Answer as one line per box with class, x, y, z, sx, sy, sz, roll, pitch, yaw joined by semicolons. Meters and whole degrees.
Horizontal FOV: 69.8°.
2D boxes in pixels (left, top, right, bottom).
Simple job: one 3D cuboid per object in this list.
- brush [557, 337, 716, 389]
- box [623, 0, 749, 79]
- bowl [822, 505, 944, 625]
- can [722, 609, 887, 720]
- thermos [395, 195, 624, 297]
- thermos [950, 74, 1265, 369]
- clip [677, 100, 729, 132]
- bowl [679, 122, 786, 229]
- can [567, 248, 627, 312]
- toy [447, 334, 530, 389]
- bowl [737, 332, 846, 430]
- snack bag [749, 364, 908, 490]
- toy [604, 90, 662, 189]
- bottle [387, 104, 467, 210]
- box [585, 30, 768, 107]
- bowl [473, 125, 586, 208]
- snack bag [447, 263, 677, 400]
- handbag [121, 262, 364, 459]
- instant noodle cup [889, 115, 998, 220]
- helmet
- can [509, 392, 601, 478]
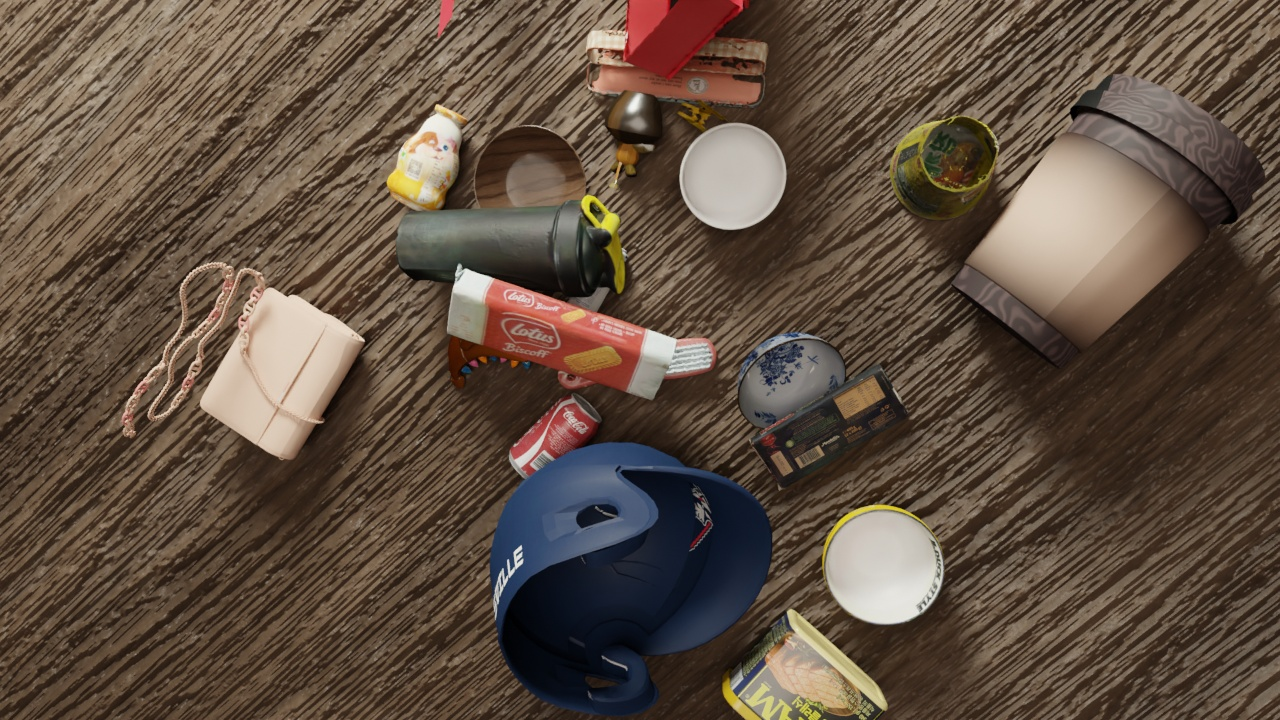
brush;-0.006;0.006;0.966;0.172;0.030;0.041;-9;92;8
box;0.056;-0.424;0.724;0.107;0.410;0.211;4;74;-4
bowl;0.242;0.201;0.929;0.117;0.067;0.117;0;94;7
can;0.169;0.342;0.946;0.135;0.075;0.104;41;95;3
thermos;-0.128;-0.114;0.914;0.221;0.098;0.098;3;94;13
thermos;0.413;-0.119;0.844;0.172;0.172;0.226;39;103;3
clip;0.062;-0.251;0.935;0.045;0.054;0.048;-32;65;28
bowl;0.091;-0.186;0.923;0.105;0.054;0.105;0;106;0
can;-0.048;-0.079;0.963;0.032;0.032;0.095;31;97;4
toy;-0.160;-0.006;0.983;0.090;0.070;0.103;15;119;-7
bowl;0.146;0.014;0.929;0.114;0.045;0.114;-7;126;-10
snack bag;0.193;0.069;0.936;0.155;0.018;0.074;-31;120;7
toy;-0.010;-0.225;0.939;0.076;0.062;0.100;26;107;41
bottle;-0.219;-0.210;0.960;0.063;0.063;0.109;28;96;4
box;0.035;-0.296;0.929;0.187;0.054;0.079;6;126;8
bowl;-0.112;-0.184;0.960;0.119;0.032;0.119;2;102;8
snack bag;-0.080;-0.025;0.906;0.225;0.078;0.041;17;51;-4
handbag;-0.397;0.022;0.935;0.116;0.187;0.199;32;92;11
instant noodle cup;0.295;-0.189;0.875;0.102;0.108;0.102;1;94;9
helmet;-0.008;0.186;0.887;0.272;0.222;0.233;-2;117;-2
can;-0.090;0.083;0.969;0.054;0.054;0.096;45;98;2
